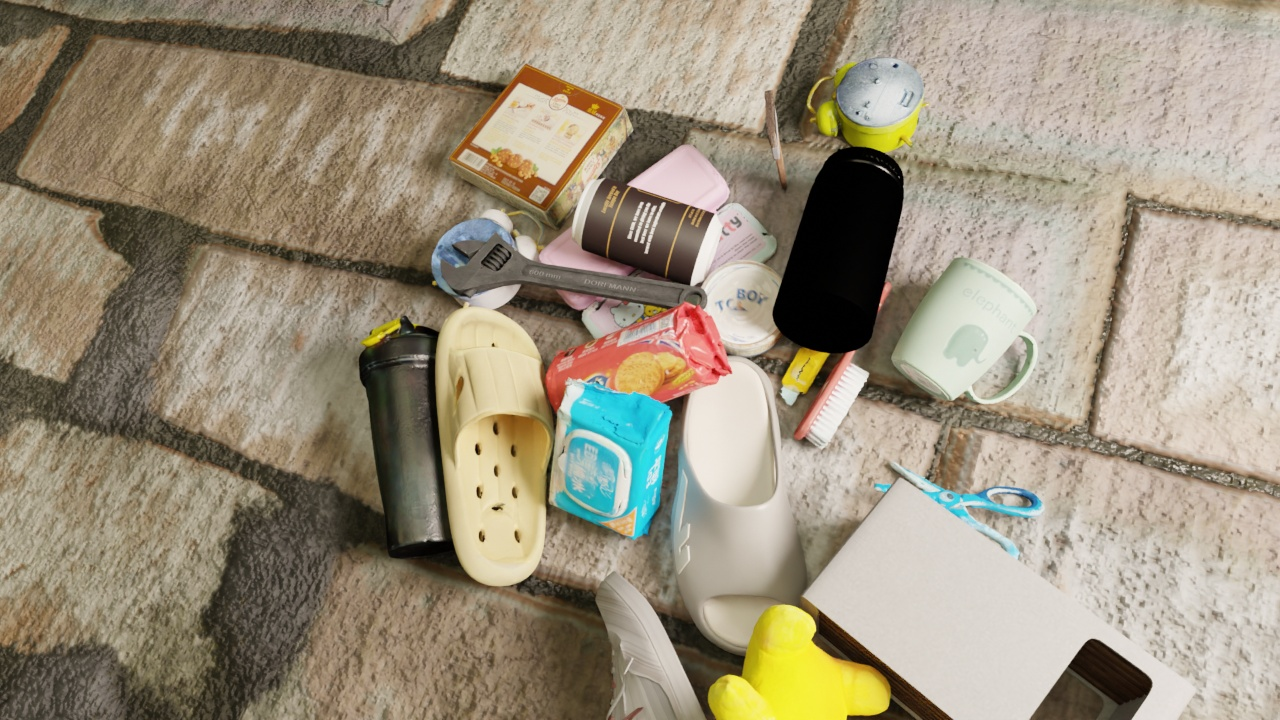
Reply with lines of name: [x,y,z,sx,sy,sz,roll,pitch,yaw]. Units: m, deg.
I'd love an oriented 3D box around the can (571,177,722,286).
can: [0.007,-0.120,0.857,0.128,0.072,0.071,19,73,7]

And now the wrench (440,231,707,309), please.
wrench: [-0.068,-0.076,0.868,0.273,0.018,0.073,11,67,18]

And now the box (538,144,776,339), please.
box: [0.015,-0.107,0.908,0.201,0.037,0.152,-38,71,-3]

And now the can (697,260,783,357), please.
can: [0.096,-0.048,0.852,0.086,0.043,0.086,-1,78,7]

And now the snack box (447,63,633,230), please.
snack box: [-0.107,-0.233,0.989,0.143,0.041,0.147,30,77,23]

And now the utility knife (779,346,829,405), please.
utility knife: [0.173,-0.026,0.847,0.030,0.017,0.159,24,78,33]

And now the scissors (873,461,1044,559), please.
scissors: [0.264,0.113,0.752,0.117,0.013,0.140,-21,36,-28]

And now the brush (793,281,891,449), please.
brush: [0.191,0.004,0.820,0.030,0.041,0.172,31,75,6]

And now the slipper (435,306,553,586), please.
slipper: [-0.119,0.067,0.823,0.079,0.111,0.261,-27,62,48]

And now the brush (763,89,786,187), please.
brush: [0.128,-0.197,0.859,0.008,0.143,0.045,-6,74,13]

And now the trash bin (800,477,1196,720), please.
trash bin: [0.244,0.212,0.666,0.229,0.114,0.114,37,76,25]

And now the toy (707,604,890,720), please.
toy: [0.082,0.272,0.628,0.134,0.088,0.193,35,64,-18]

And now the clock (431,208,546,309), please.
clock: [-0.154,-0.106,0.941,0.125,0.052,0.089,-42,64,-6]

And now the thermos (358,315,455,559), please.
thermos: [-0.211,0.069,0.859,0.098,0.098,0.220,-12,69,8]

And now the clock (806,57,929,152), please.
clock: [0.223,-0.255,0.908,0.119,0.057,0.083,23,75,21]

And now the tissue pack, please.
tissue pack: [-0.029,0.083,0.787,0.093,0.145,0.061,20,35,20]

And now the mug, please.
mug: [0.283,-0.014,0.784,0.111,0.084,0.104,37,90,-4]

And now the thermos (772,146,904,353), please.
thermos: [0.185,-0.111,0.828,0.086,0.086,0.198,11,58,18]

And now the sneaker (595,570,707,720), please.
sneaker: [0.001,0.283,0.710,0.089,0.099,0.236,-24,66,-10]

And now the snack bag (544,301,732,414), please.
snack bag: [-0.005,0.005,0.827,0.177,0.082,0.082,-20,62,27]

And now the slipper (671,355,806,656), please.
slipper: [0.078,0.109,0.775,0.113,0.081,0.265,-4,66,9]
